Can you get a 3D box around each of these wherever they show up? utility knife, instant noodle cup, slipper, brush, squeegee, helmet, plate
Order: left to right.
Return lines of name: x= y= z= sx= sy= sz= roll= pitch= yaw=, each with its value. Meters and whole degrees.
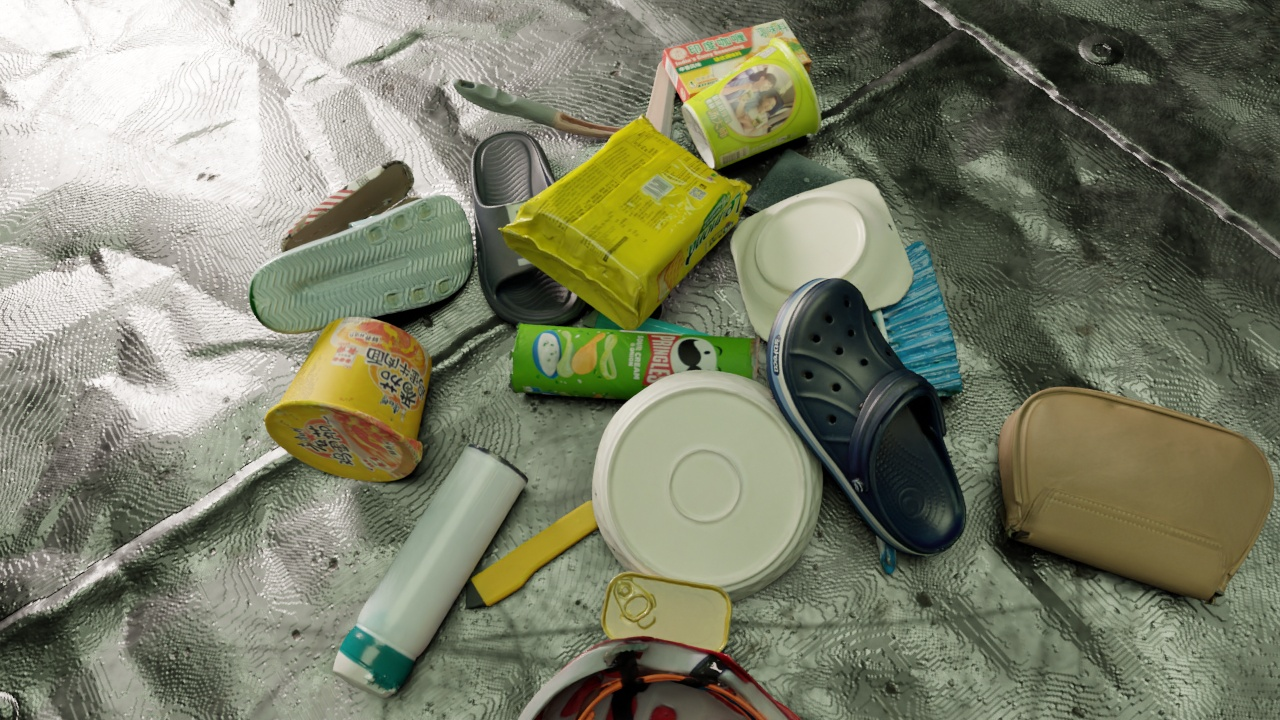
instant noodle cup: x=-0.262 y=0.034 z=0.858 sx=0.138 sy=0.138 sz=0.109 roll=6 pitch=55 yaw=8
slipper: x=-0.276 y=-0.092 z=0.926 sx=0.244 sy=0.104 sz=0.074 roll=-26 pitch=17 yaw=-34
slipper: x=-0.132 y=-0.155 z=0.968 sx=0.110 sy=0.083 sz=0.267 roll=-16 pitch=61 yaw=-1
utility knife: x=-0.073 y=0.163 z=0.833 sx=0.201 sy=0.015 sz=0.033 roll=-32 pitch=64 yaw=-11
squeegee: x=-0.088 y=-0.276 z=1.037 sx=0.249 sy=0.040 sz=0.247 roll=12 pitch=60 yaw=-6
helmet: x=0.014 y=0.319 z=0.678 sx=0.240 sy=0.144 sz=0.206 roll=19 pitch=68 yaw=-1
utility knife: x=0.029 y=-0.023 z=0.923 sx=0.183 sy=0.013 sz=0.029 roll=15 pitch=68 yaw=14
plate: x=0.056 y=0.109 z=0.798 sx=0.205 sy=0.045 sz=0.204 roll=-1 pitch=83 yaw=5
instant noodle cup: x=0.115 y=-0.270 z=0.996 sx=0.123 sy=0.112 sz=0.111 roll=-27 pitch=63 yaw=0
plate: x=0.170 y=-0.108 z=0.905 sx=0.164 sy=0.034 sz=0.163 roll=-21 pitch=57 yaw=15
slipper: x=0.193 y=0.050 z=0.755 sx=0.105 sy=0.095 sz=0.253 roll=-29 pitch=92 yaw=-22
brush: x=0.248 y=0.036 z=0.855 sx=0.109 sy=0.060 sz=0.314 roll=-10 pitch=65 yaw=6

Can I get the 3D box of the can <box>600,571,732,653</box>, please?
can: x=0.024 y=0.218 z=0.759 sx=0.102 sy=0.083 sz=0.057 roll=7 pitch=63 yaw=9

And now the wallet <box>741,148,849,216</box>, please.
wallet: x=0.184 y=-0.170 z=0.983 sx=0.121 sy=0.019 sz=0.097 roll=31 pitch=68 yaw=17

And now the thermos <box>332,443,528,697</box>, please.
thermos: x=-0.186 y=0.184 z=0.807 sx=0.073 sy=0.073 sz=0.223 roll=24 pitch=68 yaw=16

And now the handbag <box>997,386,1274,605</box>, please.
handbag: x=0.407 y=0.109 z=0.778 sx=0.204 sy=0.100 sz=0.147 roll=18 pitch=73 yaw=14

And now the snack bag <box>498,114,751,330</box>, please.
snack bag: x=-0.005 y=-0.147 z=0.908 sx=0.158 sy=0.068 sz=0.245 roll=36 pitch=52 yaw=8

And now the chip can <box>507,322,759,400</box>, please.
chip can: x=-0.005 y=0.005 z=0.879 sx=0.236 sy=0.072 sz=0.072 roll=4 pitch=63 yaw=8

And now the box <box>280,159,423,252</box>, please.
box: x=-0.293 y=-0.137 z=0.977 sx=0.162 sy=0.076 sz=0.086 roll=-41 pitch=79 yaw=-16

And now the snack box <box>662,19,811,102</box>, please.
snack box: x=0.112 y=-0.345 z=1.067 sx=0.155 sy=0.027 sz=0.077 roll=-19 pitch=63 yaw=-11
